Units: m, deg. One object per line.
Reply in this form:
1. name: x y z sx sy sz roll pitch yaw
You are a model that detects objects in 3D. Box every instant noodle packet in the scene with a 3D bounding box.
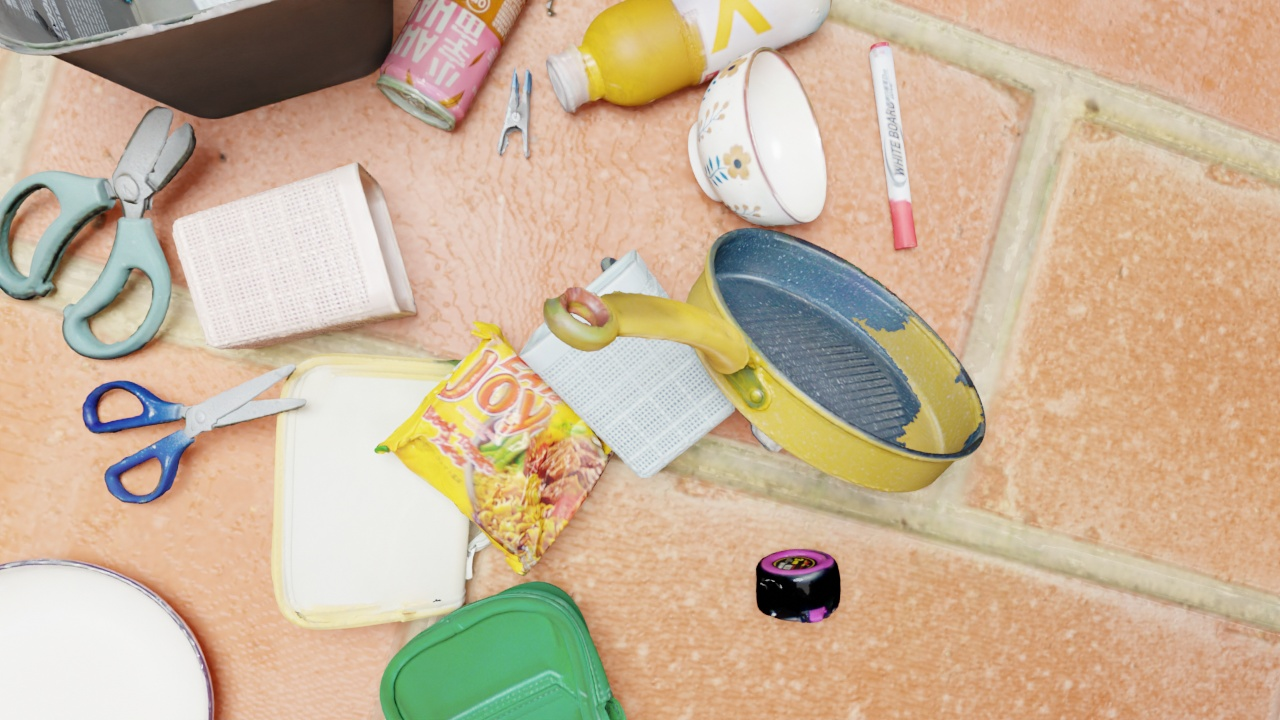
1. instant noodle packet: -0.083 0.052 0.565 0.128 0.044 0.110 47 64 -22

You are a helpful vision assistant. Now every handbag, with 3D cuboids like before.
1. handbag: -0.140 0.079 0.588 0.178 0.063 0.163 2 91 -24
2. handbag: -0.083 0.205 0.560 0.131 0.068 0.120 -29 82 1

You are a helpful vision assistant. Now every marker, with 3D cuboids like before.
1. marker: 0.179 -0.151 0.649 0.017 0.017 0.145 -9 92 -9

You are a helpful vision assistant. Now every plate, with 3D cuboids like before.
1. plate: -0.356 0.213 0.558 0.192 0.039 0.192 0 91 -9

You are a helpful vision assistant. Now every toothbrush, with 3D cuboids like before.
1. toothbrush: 0.036 -0.003 0.630 0.015 0.018 0.181 -43 95 1

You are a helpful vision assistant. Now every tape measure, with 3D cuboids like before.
1. tape measure: 0.107 0.154 0.622 0.058 0.057 0.039 -5 97 6

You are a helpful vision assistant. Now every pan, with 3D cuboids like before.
1. pan: 0.072 -0.010 0.495 0.197 0.356 0.078 51 126 26

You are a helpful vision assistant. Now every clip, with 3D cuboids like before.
1. clip: -0.082 -0.162 0.605 0.032 0.025 0.057 6 97 -3

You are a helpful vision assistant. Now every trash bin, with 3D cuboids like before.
1. trash bin: -0.232 -0.239 0.480 0.198 0.220 0.199 -19 94 -9

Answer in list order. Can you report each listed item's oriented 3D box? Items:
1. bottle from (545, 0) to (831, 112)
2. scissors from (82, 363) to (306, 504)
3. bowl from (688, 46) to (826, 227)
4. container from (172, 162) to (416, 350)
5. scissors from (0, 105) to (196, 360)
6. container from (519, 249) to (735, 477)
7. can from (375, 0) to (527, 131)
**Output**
1. bottle: 0.031 -0.215 0.598 0.189 0.068 0.068 -25 95 -8
2. scissors: -0.264 0.046 0.545 0.173 0.012 0.133 14 104 18
3. bowl: 0.071 -0.138 0.600 0.062 0.113 0.113 -12 94 35
4. container: -0.206 -0.057 0.555 0.111 0.090 0.090 -16 93 -5
5. scissors: -0.323 -0.089 0.538 0.143 0.019 0.180 33 111 -3
6. container: -0.003 0.003 0.580 0.090 0.090 0.111 -39 99 8
7. can: -0.108 -0.223 0.581 0.058 0.058 0.147 28 86 -8
